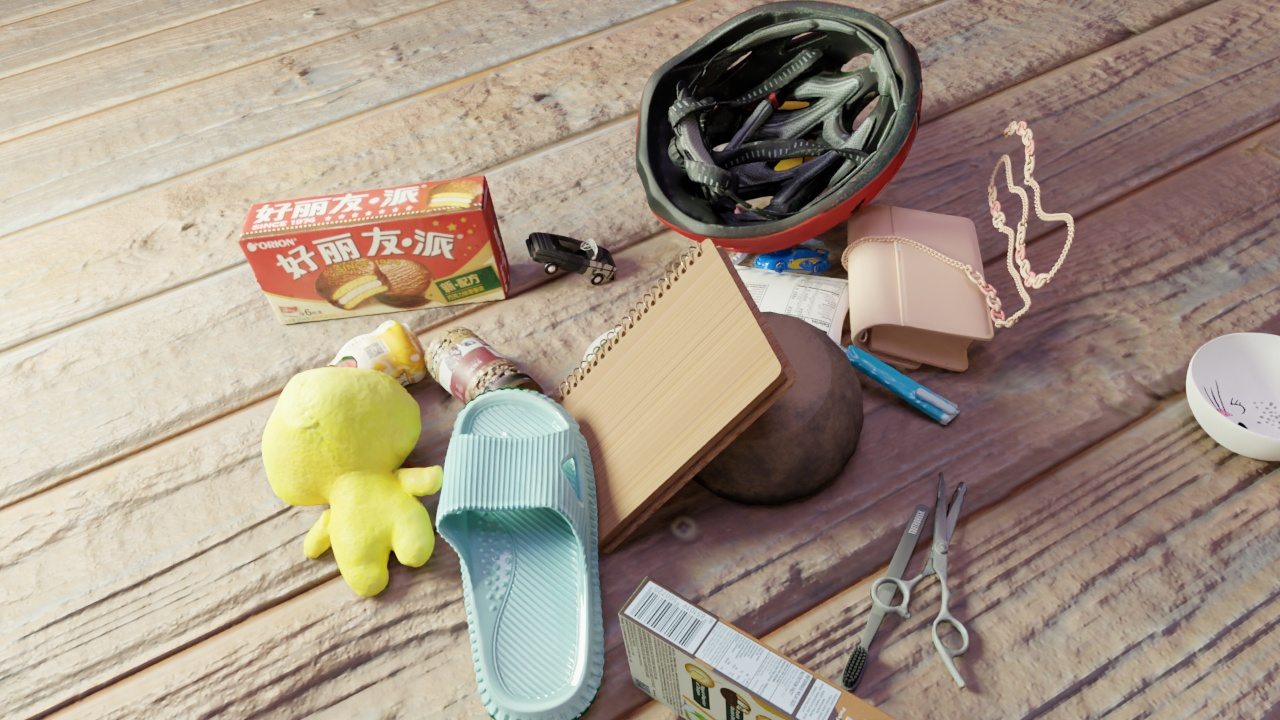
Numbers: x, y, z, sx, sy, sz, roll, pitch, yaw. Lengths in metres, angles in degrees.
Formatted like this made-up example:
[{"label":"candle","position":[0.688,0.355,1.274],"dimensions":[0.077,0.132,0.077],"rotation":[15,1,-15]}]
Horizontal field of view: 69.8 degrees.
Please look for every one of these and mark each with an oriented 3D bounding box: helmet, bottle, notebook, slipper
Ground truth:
[{"label":"helmet","position":[0.129,-0.211,0.857],"dimensions":[0.272,0.166,0.217],"rotation":[-22,75,17]},{"label":"bottle","position":[-0.249,0.011,0.830],"dimensions":[0.108,0.063,0.063],"rotation":[-32,50,-18]},{"label":"notebook","position":[0.011,0.023,0.717],"dimensions":[0.211,0.022,0.169],"rotation":[-46,41,23]},{"label":"slipper","position":[-0.086,0.126,0.668],"dimensions":[0.116,0.070,0.275],"rotation":[-8,56,-4]},{"label":"bottle","position":[-0.139,0.017,0.812],"dimensions":[0.056,0.056,0.105],"rotation":[-37,52,-25]}]

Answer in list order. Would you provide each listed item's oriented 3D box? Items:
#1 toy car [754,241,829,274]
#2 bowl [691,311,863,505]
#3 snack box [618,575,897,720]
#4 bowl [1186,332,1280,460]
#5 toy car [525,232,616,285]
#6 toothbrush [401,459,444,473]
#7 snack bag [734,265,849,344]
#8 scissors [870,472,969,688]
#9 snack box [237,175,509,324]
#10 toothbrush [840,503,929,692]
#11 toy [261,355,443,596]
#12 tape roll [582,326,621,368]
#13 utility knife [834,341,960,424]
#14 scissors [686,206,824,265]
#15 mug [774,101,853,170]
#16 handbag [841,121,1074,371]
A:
[{"label":"toy car","position":[0.158,-0.117,0.889],"dimensions":[0.092,0.062,0.033],"rotation":[-1,15,-22]},{"label":"bowl","position":[0.096,0.029,0.735],"dimensions":[0.162,0.070,0.162],"rotation":[-6,57,10]},{"label":"snack box","position":[0.075,0.213,0.563],"dimensions":[0.186,0.101,0.031],"rotation":[24,54,27]},{"label":"bowl","position":[0.484,0.036,0.714],"dimensions":[0.115,0.051,0.114],"rotation":[-4,46,4]},{"label":"toy car","position":[-0.068,-0.106,0.916],"dimensions":[0.092,0.037,0.040],"rotation":[11,36,-29]},{"label":"toothbrush","position":[-0.216,0.083,0.789],"dimensions":[0.184,0.015,0.015],"rotation":[15,53,19]},{"label":"snack bag","position":[0.128,-0.043,0.844],"dimensions":[0.131,0.039,0.143],"rotation":[10,42,19]},{"label":"scissors","position":[0.224,0.152,0.664],"dimensions":[0.159,0.014,0.120],"rotation":[-30,62,-31]},{"label":"snack box","position":[-0.257,-0.107,0.908],"dimensions":[0.236,0.113,0.060],"rotation":[-7,45,1]},{"label":"toothbrush","position":[0.178,0.165,0.659],"dimensions":[0.013,0.013,0.166],"rotation":[19,49,24]},{"label":"toy","position":[-0.232,0.084,0.735],"dimensions":[0.134,0.092,0.207],"rotation":[-30,74,-3]},{"label":"tape roll","position":[-0.005,0.005,0.833],"dimensions":[0.094,0.018,0.093],"rotation":[-3,46,3]},{"label":"utility knife","position":[0.202,0.007,0.777],"dimensions":[0.149,0.015,0.022],"rotation":[34,60,12]},{"label":"scissors","position":[0.102,-0.129,0.943],"dimensions":[0.171,0.013,0.174],"rotation":[20,43,25]},{"label":"mug","position":[0.160,-0.258,1.011],"dimensions":[0.093,0.101,0.124],"rotation":[-36,39,-27]},{"label":"handbag","position":[0.254,-0.112,0.789],"dimensions":[0.116,0.188,0.198],"rotation":[12,51,-5]}]
